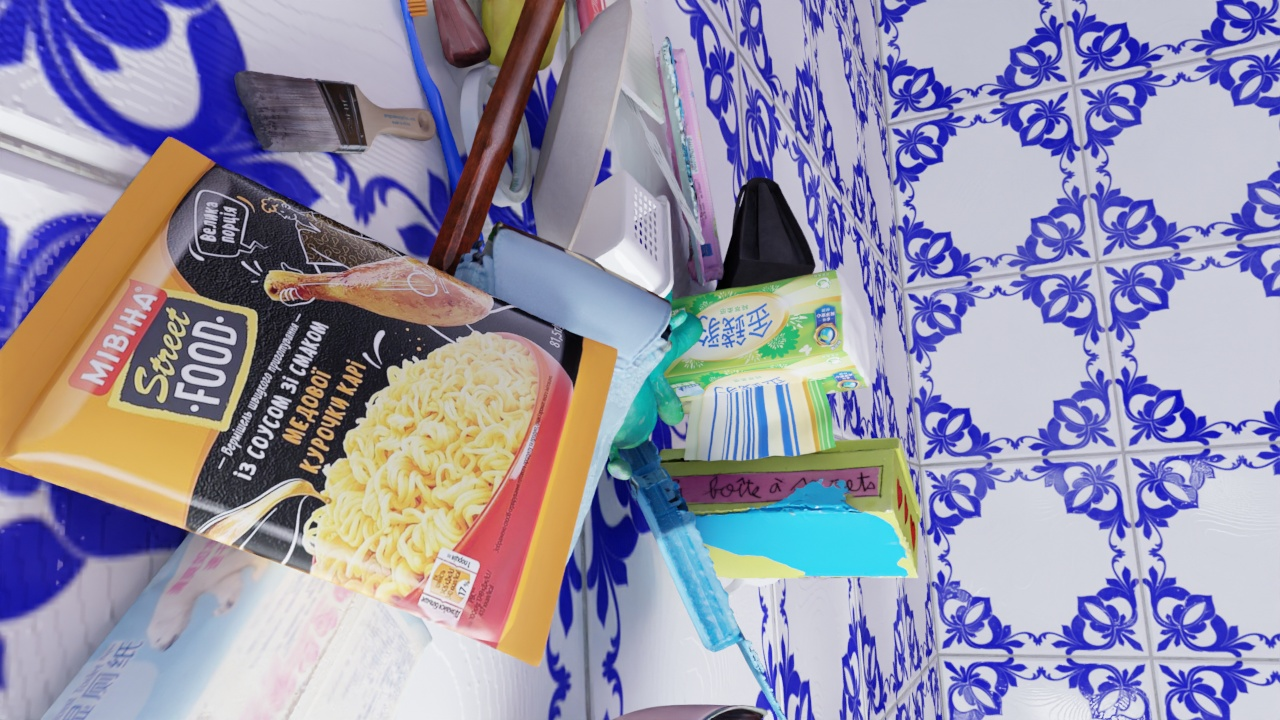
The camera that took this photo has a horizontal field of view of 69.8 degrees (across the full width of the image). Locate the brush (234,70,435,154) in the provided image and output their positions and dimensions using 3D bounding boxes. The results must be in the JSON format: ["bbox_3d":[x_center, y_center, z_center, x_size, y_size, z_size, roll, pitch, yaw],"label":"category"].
[{"bbox_3d":[-0.156,-0.131,0.494,0.151,0.012,0.039,-30,111,-66],"label":"brush"}]

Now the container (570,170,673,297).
[{"bbox_3d":[-0.023,-0.086,0.689,0.049,0.081,0.129,46,27,-33],"label":"container"}]

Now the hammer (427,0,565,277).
[{"bbox_3d":[-0.086,-0.141,0.556,0.111,0.028,0.300,44,58,-58],"label":"hammer"}]

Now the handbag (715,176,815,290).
[{"bbox_3d":[0.112,-0.107,0.969,0.176,0.072,0.195,103,-11,-49],"label":"handbag"}]

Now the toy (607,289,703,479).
[{"bbox_3d":[-0.004,0.004,0.711,0.130,0.073,0.192,47,45,-12],"label":"toy"}]

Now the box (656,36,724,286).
[{"bbox_3d":[0.048,-0.187,0.888,0.159,0.035,0.230,-87,166,-81],"label":"box"}]

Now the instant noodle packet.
[{"bbox_3d":[-0.120,0.012,0.373,0.220,0.032,0.159,26,50,-16],"label":"instant noodle packet"}]

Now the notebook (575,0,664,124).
[{"bbox_3d":[-0.026,-0.335,0.825,0.153,0.012,0.208,17,62,-64],"label":"notebook"}]

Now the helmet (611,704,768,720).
[{"bbox_3d":[0.003,0.337,0.553,0.229,0.153,0.256,-65,144,-54],"label":"helmet"}]

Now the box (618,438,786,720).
[{"bbox_3d":[0.040,0.158,0.676,0.231,0.033,0.174,-134,-161,-79],"label":"box"}]

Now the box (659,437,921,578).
[{"bbox_3d":[0.131,0.136,0.821,0.124,0.221,0.080,57,34,-41],"label":"box"}]

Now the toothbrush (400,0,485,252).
[{"bbox_3d":[-0.120,-0.145,0.574,0.016,0.018,0.182,-108,-176,-74],"label":"toothbrush"}]

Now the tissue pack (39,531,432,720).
[{"bbox_3d":[-0.154,0.132,0.356,0.181,0.070,0.112,-70,145,-50],"label":"tissue pack"}]

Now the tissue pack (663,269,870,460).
[{"bbox_3d":[0.100,0.018,0.809,0.120,0.198,0.141,32,52,-53],"label":"tissue pack"}]

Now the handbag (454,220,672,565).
[{"bbox_3d":[-0.068,0.029,0.495,0.192,0.121,0.119,-69,-164,-1],"label":"handbag"}]

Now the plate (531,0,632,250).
[{"bbox_3d":[-0.048,-0.156,0.627,0.189,0.027,0.188,-167,-89,-77],"label":"plate"}]

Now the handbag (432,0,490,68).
[{"bbox_3d":[-0.127,-0.247,0.573,0.055,0.029,0.119,-105,176,-79],"label":"handbag"}]

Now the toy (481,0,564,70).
[{"bbox_3d":[-0.082,-0.307,0.627,0.133,0.092,0.208,-32,123,-58],"label":"toy"}]

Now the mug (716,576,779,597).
[{"bbox_3d":[0.104,0.194,0.941,0.105,0.073,0.089,-58,143,-17],"label":"mug"}]

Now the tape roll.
[{"bbox_3d":[-0.096,-0.151,0.620,0.093,0.013,0.093,-5,89,-75],"label":"tape roll"}]

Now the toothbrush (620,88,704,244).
[{"bbox_3d":[0.021,-0.181,0.838,0.010,0.010,0.181,17,46,-65],"label":"toothbrush"}]
